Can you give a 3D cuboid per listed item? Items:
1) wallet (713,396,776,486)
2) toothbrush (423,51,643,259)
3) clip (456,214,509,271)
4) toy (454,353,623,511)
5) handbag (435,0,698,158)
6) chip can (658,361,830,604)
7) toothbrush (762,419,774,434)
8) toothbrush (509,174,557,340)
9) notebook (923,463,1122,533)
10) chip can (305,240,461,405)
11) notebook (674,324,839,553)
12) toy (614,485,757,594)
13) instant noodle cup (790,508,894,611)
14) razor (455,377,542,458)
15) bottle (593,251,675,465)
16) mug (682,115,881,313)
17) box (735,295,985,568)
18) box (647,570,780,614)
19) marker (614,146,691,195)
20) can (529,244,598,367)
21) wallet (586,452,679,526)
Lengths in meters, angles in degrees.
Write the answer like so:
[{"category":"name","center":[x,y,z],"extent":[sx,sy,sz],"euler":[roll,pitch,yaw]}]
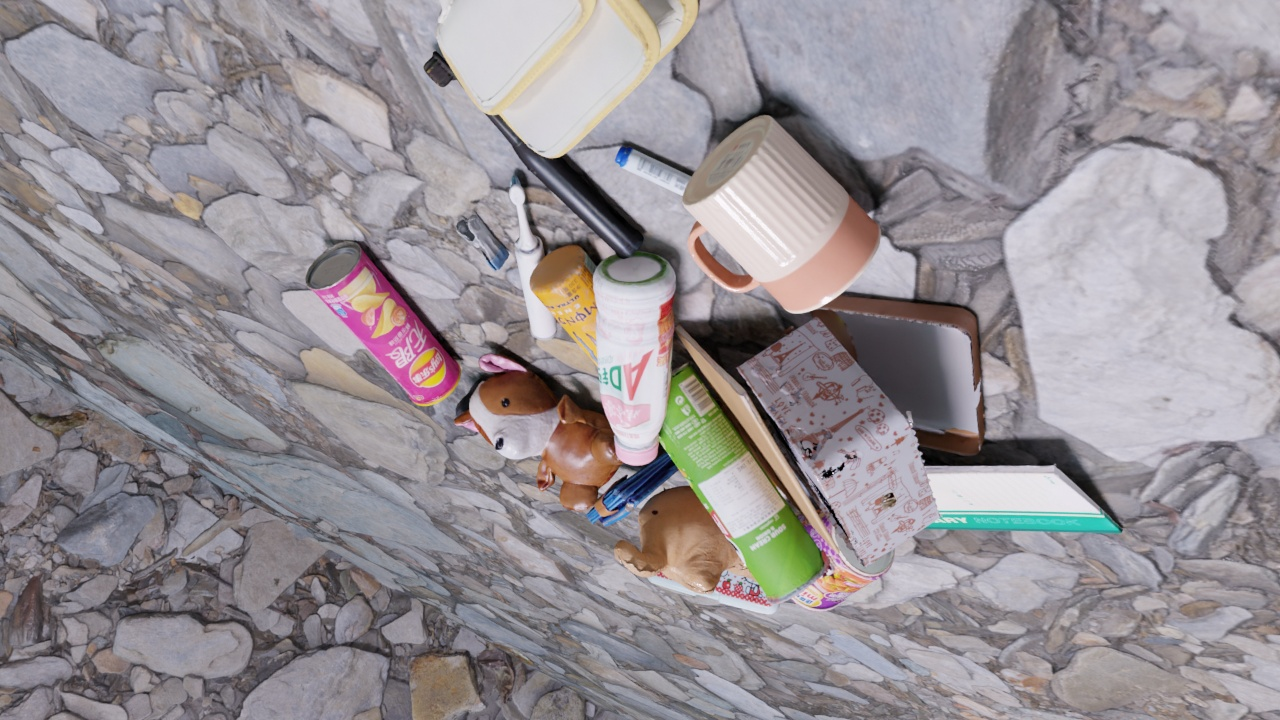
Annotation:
[{"category":"wallet","center":[0.076,0.091,0.976],"extent":[0.119,0.035,0.130],"euler":[-5,137,46]},{"category":"toothbrush","center":[-0.079,-0.155,0.703],"extent":[0.212,0.027,0.026],"euler":[41,-172,-24]},{"category":"clip","center":[-0.142,-0.110,0.842],"extent":[0.028,0.024,0.057],"euler":[-11,128,44]},{"category":"toy","center":[-0.115,0.083,1.045],"extent":[0.199,0.130,0.140],"euler":[35,118,5]},{"category":"handbag","center":[-0.075,-0.221,0.559],"extent":[0.178,0.063,0.164],"euler":[41,148,-17]},{"category":"chip can","center":[0.085,0.115,0.875],"extent":[0.236,0.072,0.072],"euler":[55,150,2]},{"category":"toothbrush","center":[0.191,0.100,0.909],"extent":[0.191,0.018,0.016],"euler":[26,154,3]},{"category":"toothbrush","center":[-0.099,-0.087,0.835],"extent":[0.026,0.026,0.221],"euler":[-12,150,-6]},{"category":"notebook","center":[0.303,0.127,0.837],"extent":[0.210,0.012,0.150],"euler":[-8,147,46]},{"category":"chip can","center":[-0.284,-0.037,1.034],"extent":[0.071,0.071,0.211],"euler":[8,146,32]},{"category":"notebook","center":[0.105,0.070,0.830],"extent":[0.208,0.008,0.148],"euler":[56,177,-31]},{"category":"toy","center":[0.057,0.197,1.019],"extent":[0.225,0.143,0.083],"euler":[1,121,-29]},{"category":"instant noodle cup","center":[0.209,0.204,0.984],"extent":[0.111,0.111,0.099],"euler":[32,145,-10]},{"category":"razor","center":[-0.155,0.082,1.155],"extent":[0.167,0.062,0.067],"euler":[37,-179,-29]},{"category":"bottle","center":[-0.005,0.005,0.798],"extent":[0.068,0.068,0.197],"euler":[16,128,21]},{"category":"mug","center":[0.081,-0.090,0.610],"extent":[0.106,0.081,0.115],"euler":[41,138,-21]},{"category":"box","center":[0.194,0.038,0.734],"extent":[0.150,0.168,0.182],"euler":[60,-177,41]},{"category":"box","center":[0.103,0.271,1.190],"extent":[0.202,0.099,0.095],"euler":[4,144,37]},{"category":"marker","center":[0.049,-0.119,0.664],"extent":[0.146,0.016,0.017],"euler":[26,152,3]},{"category":"can","center":[-0.038,-0.037,0.834],"extent":[0.058,0.058,0.146],"euler":[1,142,40]},{"category":"wallet","center":[-0.004,0.149,1.079],"extent":[0.040,0.106,0.133],"euler":[53,153,7]}]
